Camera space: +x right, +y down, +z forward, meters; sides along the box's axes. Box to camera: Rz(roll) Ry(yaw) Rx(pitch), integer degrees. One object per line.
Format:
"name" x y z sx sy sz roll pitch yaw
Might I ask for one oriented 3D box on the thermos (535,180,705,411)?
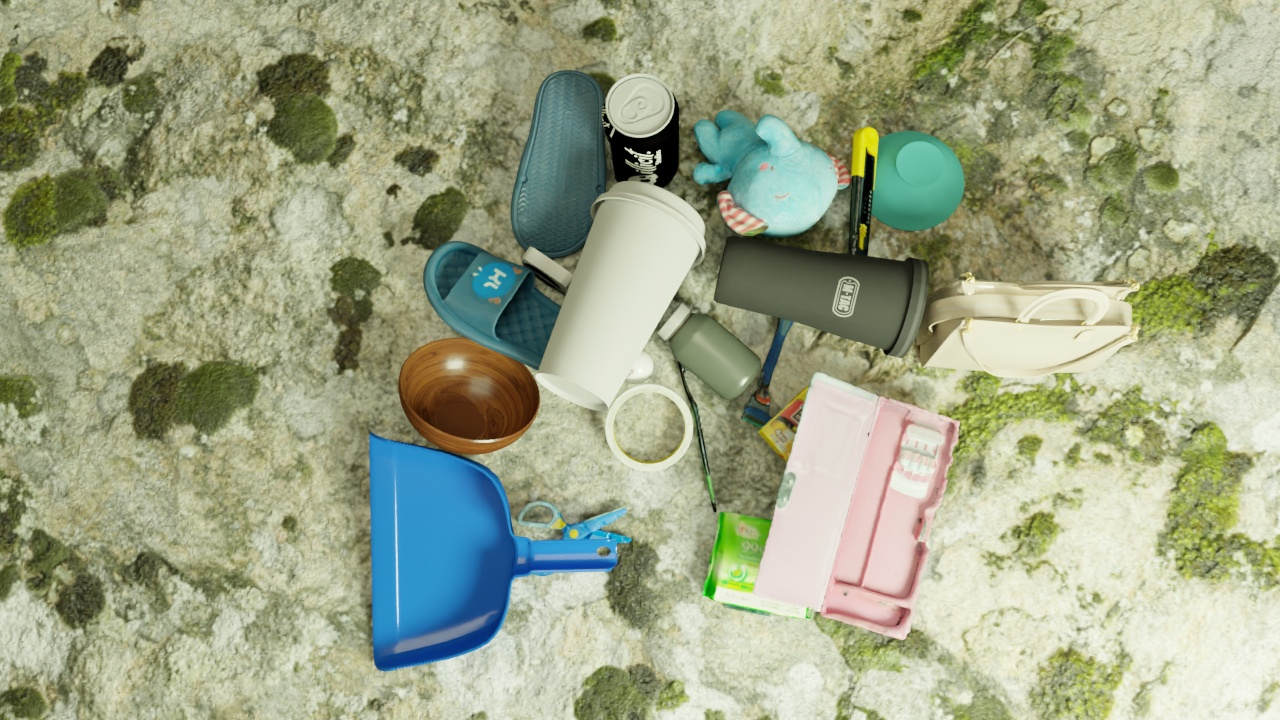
"thermos" -0.025 -0.064 0.958 0.131 0.132 0.221 22 73 7

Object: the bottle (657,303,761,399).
"bottle" 0.073 -0.011 0.981 0.108 0.060 0.060 40 82 -2

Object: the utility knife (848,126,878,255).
"utility knife" 0.246 -0.166 1.021 0.028 0.020 0.186 3 91 -31

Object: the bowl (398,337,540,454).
"bowl" -0.186 0.051 0.974 0.147 0.069 0.147 14 42 -13

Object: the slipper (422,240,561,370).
"slipper" -0.144 -0.057 0.998 0.214 0.059 0.103 34 61 4

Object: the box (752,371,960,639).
"box" 0.216 0.145 0.928 0.180 0.051 0.232 20 83 -10

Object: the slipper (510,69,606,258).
"slipper" -0.086 -0.220 1.043 0.104 0.059 0.213 10 91 -4

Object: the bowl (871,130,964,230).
"bowl" 0.307 -0.211 1.027 0.121 0.046 0.121 -1 78 2

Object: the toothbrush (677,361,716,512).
"toothbrush" 0.064 0.072 0.997 0.017 0.014 0.188 -10 78 -8

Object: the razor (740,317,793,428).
"razor" 0.144 0.006 1.005 0.044 0.018 0.140 26 75 -27

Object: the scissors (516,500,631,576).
"scissors" -0.073 0.175 0.984 0.132 0.020 0.097 -24 81 -1

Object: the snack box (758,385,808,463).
"snack box" 0.203 0.106 0.971 0.075 0.025 0.152 -41 85 -6

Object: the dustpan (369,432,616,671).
"dustpan" -0.154 0.196 0.943 0.257 0.059 0.245 -1 91 -3

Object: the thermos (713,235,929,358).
"thermos" 0.191 -0.074 0.970 0.218 0.106 0.105 12 79 3

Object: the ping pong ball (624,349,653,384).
"ping pong ball" -0.006 0.006 0.999 0.040 0.040 0.040 -1 78 2

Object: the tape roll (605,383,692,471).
"tape roll" 0.009 0.071 0.985 0.094 0.019 0.094 0 92 1

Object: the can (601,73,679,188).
"can" 0.002 -0.243 0.996 0.080 0.146 0.080 0 78 2

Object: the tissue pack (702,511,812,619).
"tissue pack" 0.127 0.214 0.955 0.114 0.034 0.099 11 77 3

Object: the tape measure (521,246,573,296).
"tape measure" -0.101 -0.097 1.014 0.065 0.064 0.016 35 81 2

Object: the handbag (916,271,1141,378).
"handbag" 0.390 -0.045 0.911 0.194 0.198 0.101 2 78 3

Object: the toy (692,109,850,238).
"toy" 0.138 -0.219 1.008 0.183 0.115 0.180 -30 72 -25
